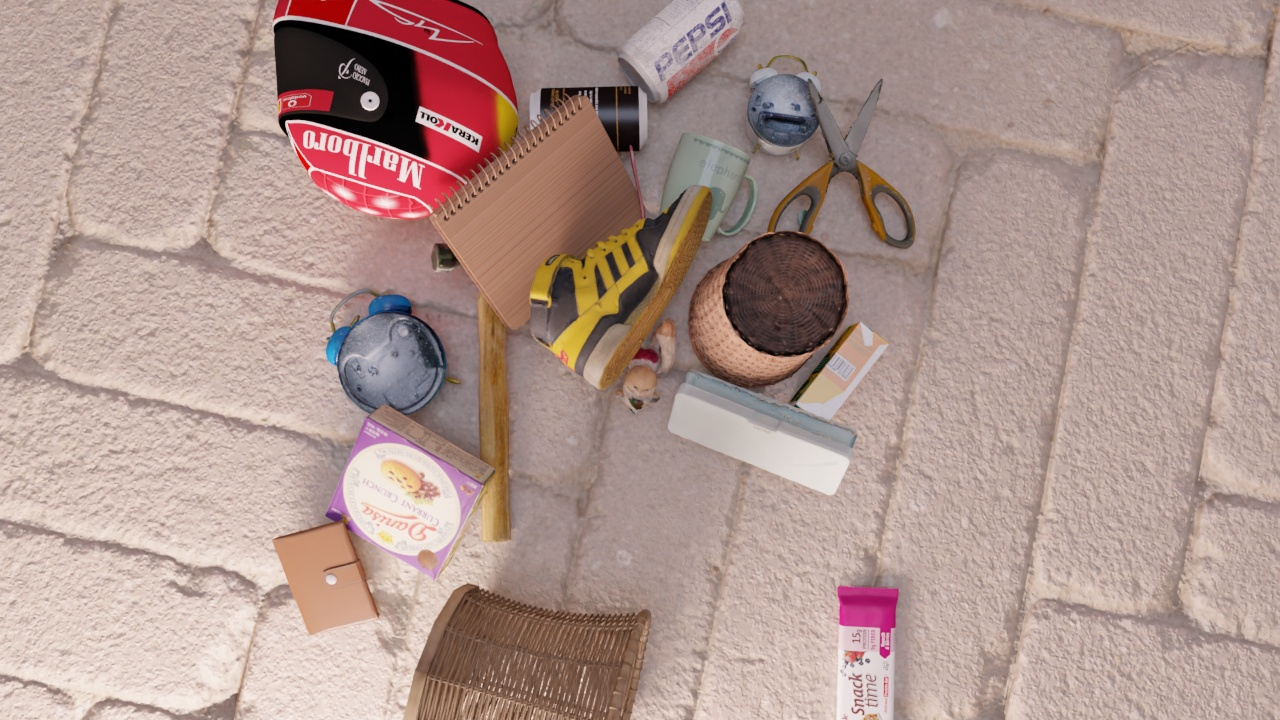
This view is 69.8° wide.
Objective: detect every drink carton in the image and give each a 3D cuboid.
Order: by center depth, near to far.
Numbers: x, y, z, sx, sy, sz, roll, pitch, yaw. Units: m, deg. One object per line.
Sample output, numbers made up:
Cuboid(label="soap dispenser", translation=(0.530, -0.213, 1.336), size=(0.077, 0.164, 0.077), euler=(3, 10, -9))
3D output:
Cuboid(label="drink carton", translation=(0.221, 0.014, 1.022), size=(0.041, 0.058, 0.122), euler=(38, 87, 2))

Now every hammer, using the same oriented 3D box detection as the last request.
Cuboid(label="hammer", translation=(-0.161, 0.037, 1.019), size=(0.132, 0.033, 0.330), euler=(-2, 94, -30))

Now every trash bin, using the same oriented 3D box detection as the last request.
Cuboid(label="trash bin", translation=(0.128, -0.049, 0.951), size=(0.151, 0.210, 0.151), euler=(0, 87, 0))

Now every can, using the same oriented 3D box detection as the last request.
Cuboid(label="can", translation=(-0.057, -0.271, 1.032), size=(0.128, 0.072, 0.072), euler=(-1, 87, 0))
Cuboid(label="can", translation=(0.046, -0.360, 1.034), size=(0.136, 0.078, 0.078), euler=(-42, 88, -2))

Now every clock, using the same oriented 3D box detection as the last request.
Cuboid(label="clock", translation=(-0.283, -0.009, 1.024), size=(0.117, 0.060, 0.161), euler=(-37, 86, -1))
Cuboid(label="clock", translation=(0.162, -0.290, 1.041), size=(0.083, 0.057, 0.117), euler=(9, 87, 1))

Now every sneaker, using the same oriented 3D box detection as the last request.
Cuboid(label="sneaker", translation=(-0.027, -0.098, 0.964), size=(0.122, 0.086, 0.238), euler=(29, 83, 13))

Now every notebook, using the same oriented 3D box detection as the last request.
Cuboid(label="notebook", translation=(-0.104, -0.161, 0.976), size=(0.210, 0.022, 0.169), euler=(-44, 129, -16))

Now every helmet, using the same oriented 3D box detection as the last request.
Cuboid(label="helmet", translation=(-0.266, -0.266, 0.966), size=(0.271, 0.198, 0.224), euler=(16, 83, -6))

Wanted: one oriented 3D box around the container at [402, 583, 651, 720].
Cuboid(label="container", translation=(-0.112, 0.344, 0.929), size=(0.196, 0.227, 0.227), euler=(13, 87, 7))

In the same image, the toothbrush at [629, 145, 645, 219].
Cuboid(label="toothbrush", translation=(0.005, -0.149, 1.030), size=(0.015, 0.015, 0.184), euler=(-10, 103, -6))

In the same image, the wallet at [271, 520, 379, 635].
Cuboid(label="wallet", translation=(-0.347, 0.241, 1.013), size=(0.087, 0.013, 0.121), euler=(-15, 102, 7))

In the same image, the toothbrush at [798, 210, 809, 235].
Cuboid(label="toothbrush", translation=(0.202, -0.107, 1.050), size=(0.022, 0.017, 0.135), euler=(-13, 87, -8))

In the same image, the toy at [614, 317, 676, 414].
Cuboid(label="toy", translation=(-0.006, 0.006, 1.014), size=(0.085, 0.074, 0.106), euler=(7, 81, -1))

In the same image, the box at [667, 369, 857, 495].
Cuboid(label="box", translation=(0.129, 0.081, 0.994), size=(0.199, 0.070, 0.085), euler=(20, 103, 11))

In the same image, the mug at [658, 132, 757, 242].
Cuboid(label="mug", translation=(0.080, -0.186, 1.029), size=(0.111, 0.084, 0.104), euler=(17, 97, -27))

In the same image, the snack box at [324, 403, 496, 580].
Cuboid(label="snack box", translation=(-0.250, 0.143, 0.994), size=(0.143, 0.040, 0.148), euler=(30, 114, 2))

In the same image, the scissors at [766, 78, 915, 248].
Cuboid(label="scissors", translation=(0.219, -0.200, 1.025), size=(0.226, 0.016, 0.225), euler=(-34, 106, -2))

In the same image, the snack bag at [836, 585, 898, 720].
Cuboid(label="snack bag", translation=(0.252, 0.353, 1.025), size=(0.070, 0.016, 0.196), euler=(3, 87, 1))
